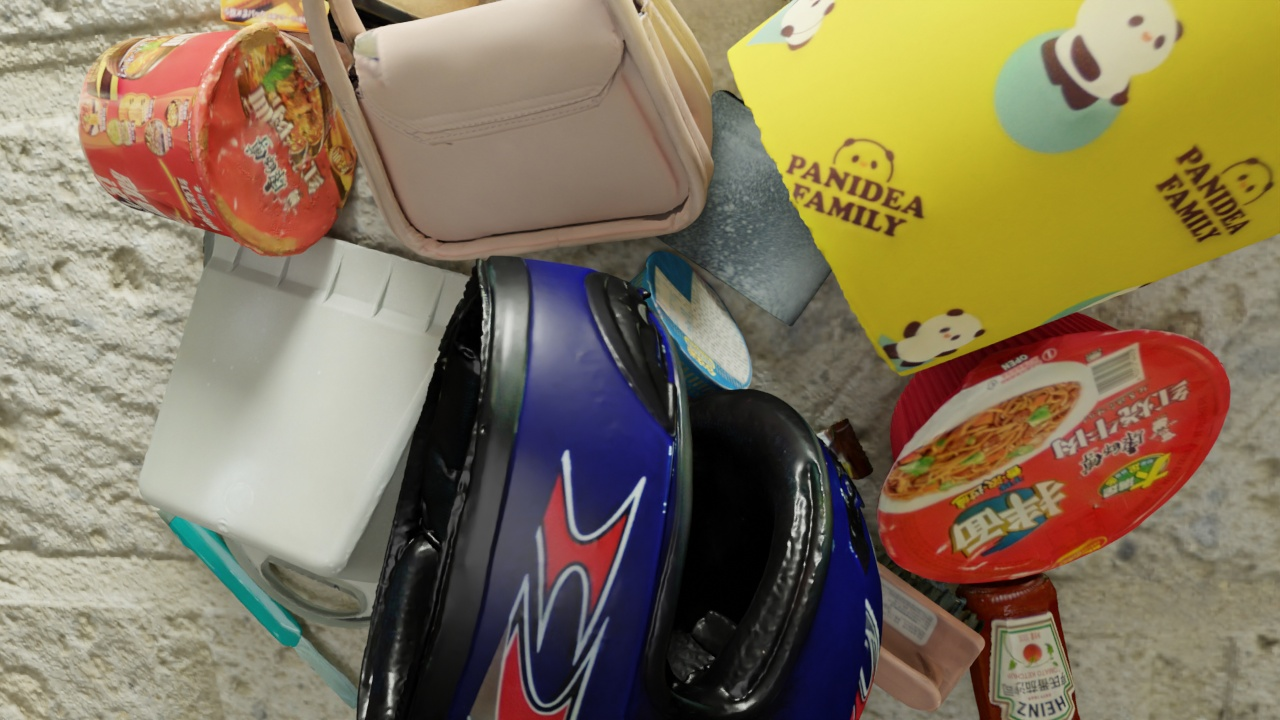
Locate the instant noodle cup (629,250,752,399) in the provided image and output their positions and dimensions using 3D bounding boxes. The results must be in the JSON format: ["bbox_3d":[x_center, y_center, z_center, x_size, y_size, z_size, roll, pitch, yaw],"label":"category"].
[{"bbox_3d":[-0.003,0.003,0.566,0.110,0.099,0.099,-35,94,26],"label":"instant noodle cup"}]

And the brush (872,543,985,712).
[{"bbox_3d":[0.130,0.146,0.558,0.146,0.072,0.063,36,125,25],"label":"brush"}]

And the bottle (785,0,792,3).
[{"bbox_3d":[0.055,-0.246,0.503,0.175,0.057,0.057,32,108,3],"label":"bottle"}]

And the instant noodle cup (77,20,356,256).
[{"bbox_3d":[-0.261,-0.137,0.566,0.109,0.137,0.138,10,106,18],"label":"instant noodle cup"}]

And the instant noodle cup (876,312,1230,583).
[{"bbox_3d":[0.212,0.040,0.506,0.193,0.065,0.194,-7,133,-8],"label":"instant noodle cup"}]

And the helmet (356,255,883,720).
[{"bbox_3d":[-0.001,0.114,0.456,0.240,0.247,0.316,10,120,-19],"label":"helmet"}]

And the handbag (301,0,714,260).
[{"bbox_3d":[-0.073,-0.159,0.472,0.193,0.093,0.234,-8,146,15],"label":"handbag"}]

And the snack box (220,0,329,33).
[{"bbox_3d":[-0.214,-0.277,0.568,0.087,0.033,0.140,9,104,9],"label":"snack box"}]

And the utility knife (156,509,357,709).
[{"bbox_3d":[-0.294,0.189,0.713,0.029,0.013,0.218,-43,89,16],"label":"utility knife"}]

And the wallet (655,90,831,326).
[{"bbox_3d":[0.071,-0.093,0.560,0.121,0.019,0.097,35,106,3],"label":"wallet"}]

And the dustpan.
[{"bbox_3d":[-0.223,0.058,0.651,0.223,0.142,0.257,17,79,16],"label":"dustpan"}]

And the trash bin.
[{"bbox_3d":[0.195,-0.129,0.416,0.256,0.229,0.229,-28,97,19],"label":"trash bin"}]

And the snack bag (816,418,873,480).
[{"bbox_3d":[0.095,0.076,0.593,0.104,0.026,0.048,-25,108,17],"label":"snack bag"}]

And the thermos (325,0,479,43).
[{"bbox_3d":[-0.125,-0.244,0.531,0.093,0.093,0.143,22,100,6],"label":"thermos"}]

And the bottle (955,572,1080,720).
[{"bbox_3d":[0.241,0.234,0.562,0.060,0.059,0.206,-11,88,15],"label":"bottle"}]
